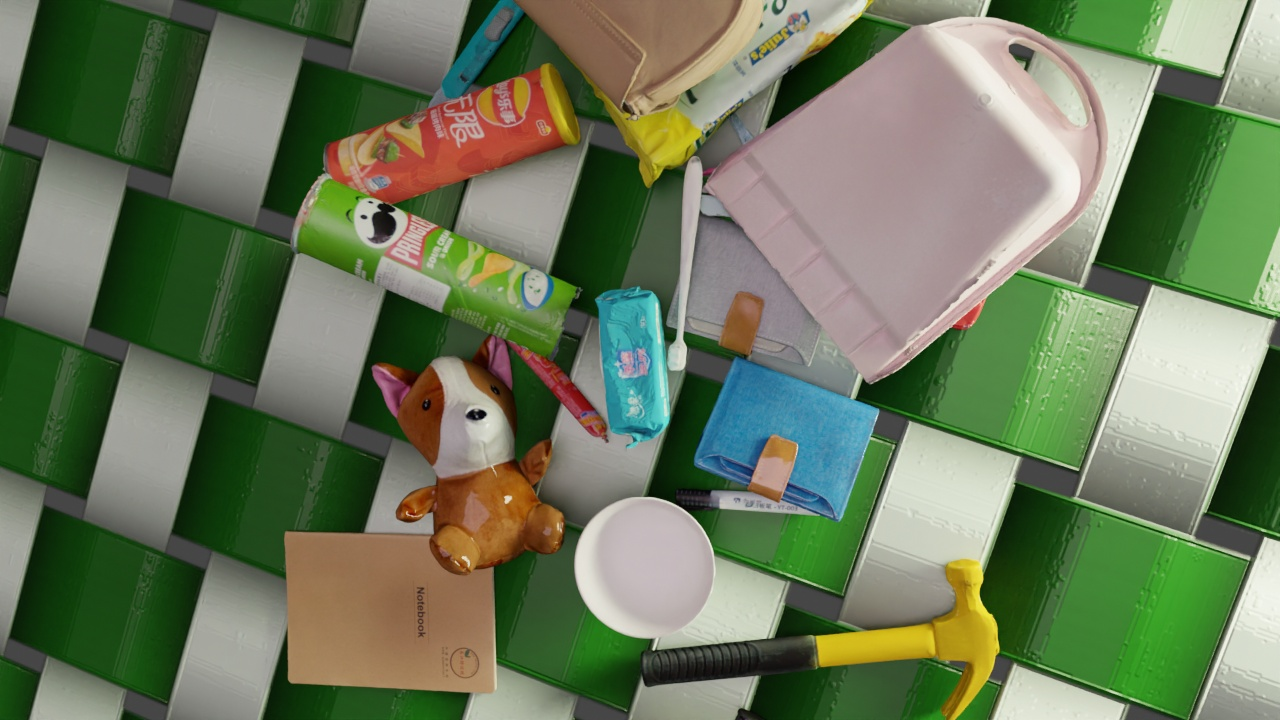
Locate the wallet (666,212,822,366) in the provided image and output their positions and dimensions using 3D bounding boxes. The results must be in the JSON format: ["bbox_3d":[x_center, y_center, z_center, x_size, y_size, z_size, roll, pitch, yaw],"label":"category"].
[{"bbox_3d":[0.095,-0.058,0.780,0.130,0.037,0.106,18,94,10],"label":"wallet"}]

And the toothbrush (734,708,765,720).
[{"bbox_3d":[0.162,0.362,0.795,0.189,0.014,0.018,34,107,7],"label":"toothbrush"}]

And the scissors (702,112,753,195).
[{"bbox_3d":[0.104,-0.164,0.788,0.133,0.017,0.134,-36,82,5],"label":"scissors"}]

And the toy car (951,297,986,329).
[{"bbox_3d":[0.271,-0.079,0.753,0.049,0.031,0.106,26,94,7],"label":"toy car"}]

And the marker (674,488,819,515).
[{"bbox_3d":[0.095,0.124,0.797,0.131,0.018,0.023,3,107,10],"label":"marker"}]

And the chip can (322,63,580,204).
[{"bbox_3d":[-0.165,-0.192,0.804,0.217,0.073,0.073,-15,89,10],"label":"chip can"}]

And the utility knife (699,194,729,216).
[{"bbox_3d":[0.154,-0.126,0.765,0.218,0.018,0.034,4,90,3],"label":"utility knife"}]

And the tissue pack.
[{"bbox_3d":[-0.005,0.005,0.772,0.050,0.093,0.133,-5,90,6],"label":"tissue pack"}]

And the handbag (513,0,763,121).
[{"bbox_3d":[-0.010,-0.289,0.696,0.148,0.099,0.204,-45,79,15],"label":"handbag"}]

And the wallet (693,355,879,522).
[{"bbox_3d":[0.122,0.065,0.772,0.133,0.040,0.106,21,78,9],"label":"wallet"}]

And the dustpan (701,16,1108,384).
[{"bbox_3d":[0.233,-0.146,0.746,0.274,0.138,0.222,-39,81,28],"label":"dustpan"}]

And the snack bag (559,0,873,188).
[{"bbox_3d":[0.059,-0.280,0.760,0.247,0.068,0.158,-37,81,10],"label":"snack bag"}]

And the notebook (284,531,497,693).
[{"bbox_3d":[-0.237,0.235,0.862,0.208,0.008,0.148,-1,92,10],"label":"notebook"}]

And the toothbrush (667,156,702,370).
[{"bbox_3d":[0.037,-0.080,0.769,0.016,0.016,0.180,8,98,21],"label":"toothbrush"}]

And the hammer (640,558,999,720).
[{"bbox_3d":[0.149,0.250,0.784,0.301,0.033,0.128,-9,89,10],"label":"hammer"}]

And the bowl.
[{"bbox_3d":[0.007,0.171,0.789,0.118,0.064,0.118,0,92,9],"label":"bowl"}]

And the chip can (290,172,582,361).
[{"bbox_3d":[-0.170,-0.076,0.780,0.236,0.072,0.072,24,96,-8],"label":"chip can"}]

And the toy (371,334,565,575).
[{"bbox_3d":[-0.146,0.081,0.788,0.140,0.131,0.199,-11,78,-23],"label":"toy"}]

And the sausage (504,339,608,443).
[{"bbox_3d":[-0.079,0.014,0.822,0.020,0.020,0.156,-43,85,8],"label":"sausage"}]

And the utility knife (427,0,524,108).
[{"bbox_3d":[-0.137,-0.287,0.825,0.029,0.013,0.176,40,98,8],"label":"utility knife"}]
